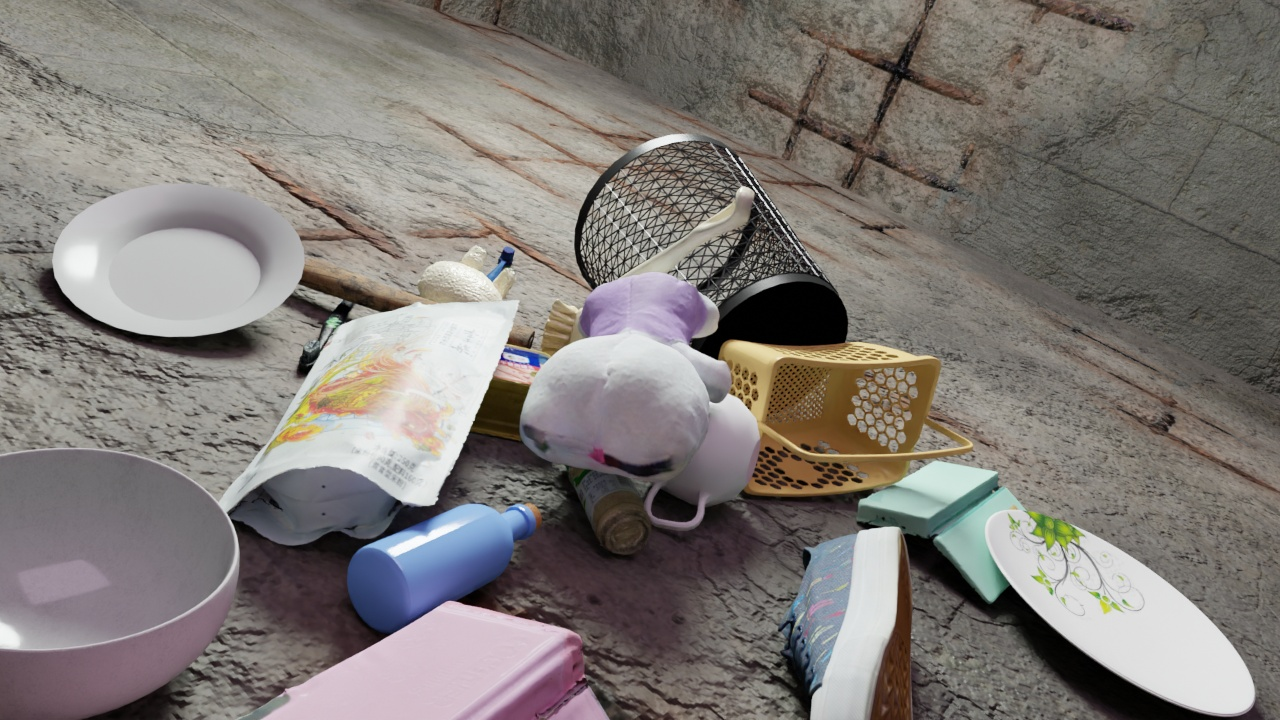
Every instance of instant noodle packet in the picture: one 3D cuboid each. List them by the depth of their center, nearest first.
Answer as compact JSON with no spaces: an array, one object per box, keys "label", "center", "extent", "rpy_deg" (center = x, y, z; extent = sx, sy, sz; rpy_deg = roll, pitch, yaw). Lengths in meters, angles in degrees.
[{"label":"instant noodle packet","center":[-0.173,0.018,0.619],"extent":[0.147,0.057,0.268],"rpy_deg":[-4,29,4]}]

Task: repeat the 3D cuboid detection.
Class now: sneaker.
[{"label":"sneaker","center":[0.121,0.181,0.561],"extent":[0.079,0.087,0.234],"rpy_deg":[-8,17,21]}]

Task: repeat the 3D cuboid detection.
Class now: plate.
[{"label":"plate","center":[-0.353,-0.075,0.710],"extent":[0.172,0.019,0.172],"rpy_deg":[10,45,-11]},{"label":"plate","center":[0.386,0.210,0.763],"extent":[0.229,0.030,0.229],"rpy_deg":[20,24,-10]}]

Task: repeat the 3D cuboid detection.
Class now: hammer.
[{"label":"hammer","center":[-0.252,-0.061,0.781],"extent":[0.330,0.033,0.119],"rpy_deg":[18,26,3]}]

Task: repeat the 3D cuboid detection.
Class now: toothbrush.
[{"label":"toothbrush","center":[-0.255,-0.035,0.766],"extent":[0.014,0.017,0.187],"rpy_deg":[16,21,-10]},{"label":"toothbrush","center":[-0.159,-0.090,0.978],"extent":[0.016,0.017,0.189],"rpy_deg":[20,22,-3]}]

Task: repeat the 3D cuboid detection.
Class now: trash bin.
[{"label":"trash bin","center":[0.075,-0.077,0.931],"extent":[0.216,0.217,0.243],"rpy_deg":[7,33,-32]}]

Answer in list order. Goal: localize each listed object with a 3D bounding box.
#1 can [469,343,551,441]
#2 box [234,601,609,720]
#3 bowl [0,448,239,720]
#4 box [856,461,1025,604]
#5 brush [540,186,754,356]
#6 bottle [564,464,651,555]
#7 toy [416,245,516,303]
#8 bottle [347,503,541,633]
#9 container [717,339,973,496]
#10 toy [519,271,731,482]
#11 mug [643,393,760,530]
[{"label":"can","center":[-0.110,0.023,0.715],"extent":[0.099,0.054,0.059],"rpy_deg":[12,25,-22]},{"label":"box","center":[-0.093,0.179,0.354],"extent":[0.173,0.075,0.232],"rpy_deg":[33,25,21]},{"label":"bowl","center":[-0.248,0.100,0.393],"extent":[0.132,0.064,0.131],"rpy_deg":[18,22,-8]},{"label":"box","center":[0.290,0.142,0.825],"extent":[0.138,0.056,0.186],"rpy_deg":[28,23,31]},{"label":"brush","center":[-0.002,-0.064,0.774],"extent":[0.077,0.273,0.061],"rpy_deg":[27,47,-27]},{"label":"bottle","center":[-0.025,0.091,0.653],"extent":[0.042,0.043,0.110],"rpy_deg":[10,26,-27]},{"label":"toy","center":[-0.168,-0.058,0.852],"extent":[0.087,0.050,0.112],"rpy_deg":[31,64,10]},{"label":"bottle","center":[-0.103,0.109,0.528],"extent":[0.048,0.048,0.131],"rpy_deg":[32,24,23]},{"label":"container","center":[0.167,0.053,0.785],"extent":[0.183,0.129,0.167],"rpy_deg":[0,19,-29]},{"label":"toy","center":[-0.004,0.004,0.665],"extent":[0.138,0.086,0.208],"rpy_deg":[1,33,10]},{"label":"mug","center":[0.045,0.079,0.700],"extent":[0.076,0.090,0.123],"rpy_deg":[15,52,17]}]
